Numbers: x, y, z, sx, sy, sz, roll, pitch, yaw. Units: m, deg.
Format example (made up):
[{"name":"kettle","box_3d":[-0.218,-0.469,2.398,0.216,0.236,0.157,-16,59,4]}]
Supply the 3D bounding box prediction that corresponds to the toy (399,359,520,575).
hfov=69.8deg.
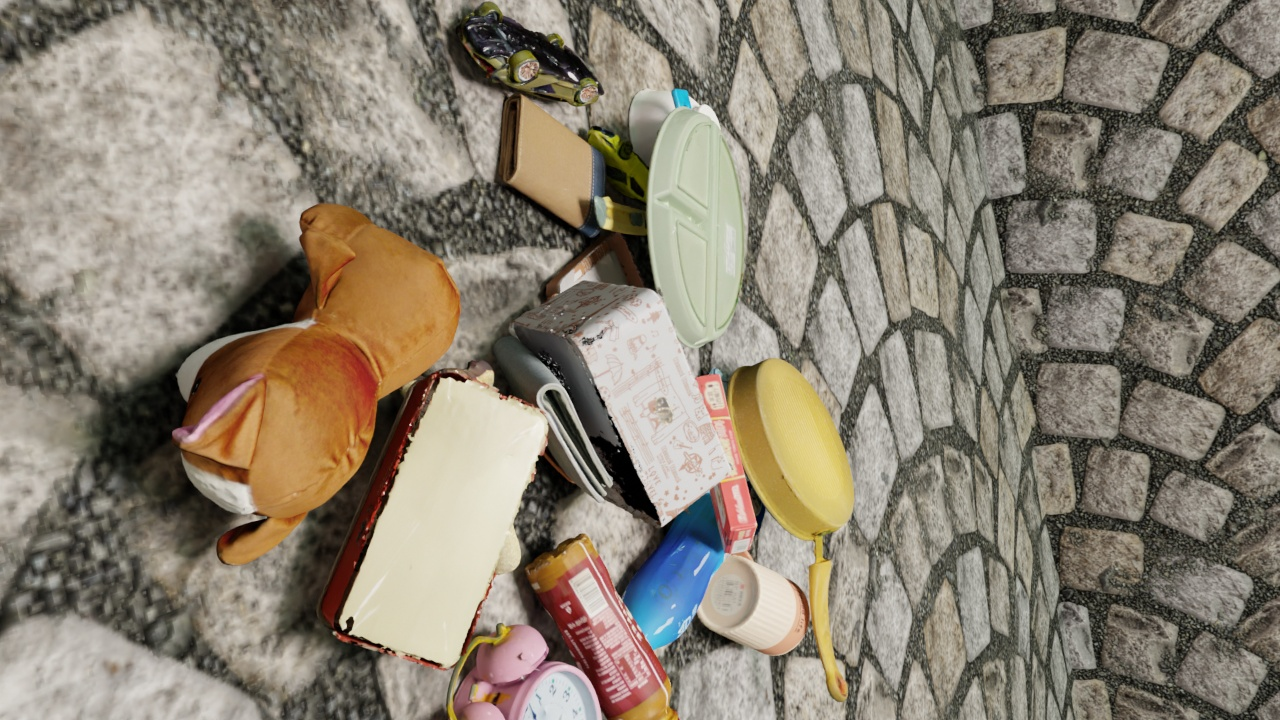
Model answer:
[{"name":"toy","box_3d":[-0.121,0.080,0.646,0.105,0.066,0.157,-12,99,-15]}]

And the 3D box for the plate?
[{"name":"plate","box_3d":[0.060,-0.127,0.880,0.229,0.027,0.230,1,90,-66]}]

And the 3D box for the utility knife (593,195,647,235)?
[{"name":"utility knife","box_3d":[-0.009,-0.136,0.878,0.204,0.021,0.031,-21,113,-76]}]

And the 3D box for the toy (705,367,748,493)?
[{"name":"toy","box_3d":[0.094,0.092,0.976,0.155,0.050,0.161,-38,110,-49]}]

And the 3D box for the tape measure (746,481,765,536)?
[{"name":"tape measure","box_3d":[0.120,0.159,1.024,0.058,0.025,0.054,66,33,-29]}]

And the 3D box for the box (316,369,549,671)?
[{"name":"box","box_3d":[-0.121,0.096,0.562,0.091,0.076,0.168,26,74,-23]}]

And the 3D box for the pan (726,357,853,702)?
[{"name":"pan","box_3d":[0.173,0.170,0.959,0.197,0.078,0.357,4,63,-57]}]

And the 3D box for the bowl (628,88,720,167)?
[{"name":"bowl","box_3d":[0.046,-0.236,0.970,0.118,0.065,0.118,19,68,-55]}]

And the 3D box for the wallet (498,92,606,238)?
[{"name":"wallet","box_3d":[-0.075,-0.167,0.797,0.115,0.033,0.090,27,58,-51]}]

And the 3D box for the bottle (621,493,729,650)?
[{"name":"bottle","box_3d":[0.027,0.204,0.833,0.218,0.065,0.065,-45,120,-51]}]

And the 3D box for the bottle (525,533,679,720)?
[{"name":"bottle","box_3d":[-0.024,0.223,0.711,0.057,0.058,0.175,-27,87,-56]}]

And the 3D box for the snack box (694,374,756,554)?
[{"name":"snack box","box_3d":[0.076,0.096,0.852,0.075,0.025,0.152,90,-10,-61]}]

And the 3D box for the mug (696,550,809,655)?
[{"name":"mug","box_3d":[0.110,0.239,0.950,0.106,0.082,0.114,36,27,-46]}]

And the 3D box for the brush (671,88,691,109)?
[{"name":"brush","box_3d":[0.045,-0.142,0.928,0.083,0.046,0.255,-19,111,-54]}]

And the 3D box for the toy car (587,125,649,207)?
[{"name":"toy car","box_3d":[-0.016,-0.183,0.881,0.032,0.048,0.105,-53,135,-7]}]

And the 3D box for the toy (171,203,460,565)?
[{"name":"toy","box_3d":[-0.186,0.005,0.505,0.140,0.130,0.199,89,13,-49]}]

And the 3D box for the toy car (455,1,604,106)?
[{"name":"toy car","box_3d":[-0.088,-0.250,0.773,0.157,0.042,0.070,-3,55,-56]}]

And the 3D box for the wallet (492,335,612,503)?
[{"name":"wallet","box_3d":[-0.070,0.045,0.685,0.037,0.130,0.106,-29,115,-12]}]

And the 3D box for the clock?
[{"name":"clock","box_3d":[-0.087,0.256,0.648,0.158,0.060,0.117,56,39,-31]}]

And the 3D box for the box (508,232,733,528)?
[{"name":"box","box_3d":[-0.019,0.010,0.785,0.270,0.134,0.179,-101,168,-68]}]
